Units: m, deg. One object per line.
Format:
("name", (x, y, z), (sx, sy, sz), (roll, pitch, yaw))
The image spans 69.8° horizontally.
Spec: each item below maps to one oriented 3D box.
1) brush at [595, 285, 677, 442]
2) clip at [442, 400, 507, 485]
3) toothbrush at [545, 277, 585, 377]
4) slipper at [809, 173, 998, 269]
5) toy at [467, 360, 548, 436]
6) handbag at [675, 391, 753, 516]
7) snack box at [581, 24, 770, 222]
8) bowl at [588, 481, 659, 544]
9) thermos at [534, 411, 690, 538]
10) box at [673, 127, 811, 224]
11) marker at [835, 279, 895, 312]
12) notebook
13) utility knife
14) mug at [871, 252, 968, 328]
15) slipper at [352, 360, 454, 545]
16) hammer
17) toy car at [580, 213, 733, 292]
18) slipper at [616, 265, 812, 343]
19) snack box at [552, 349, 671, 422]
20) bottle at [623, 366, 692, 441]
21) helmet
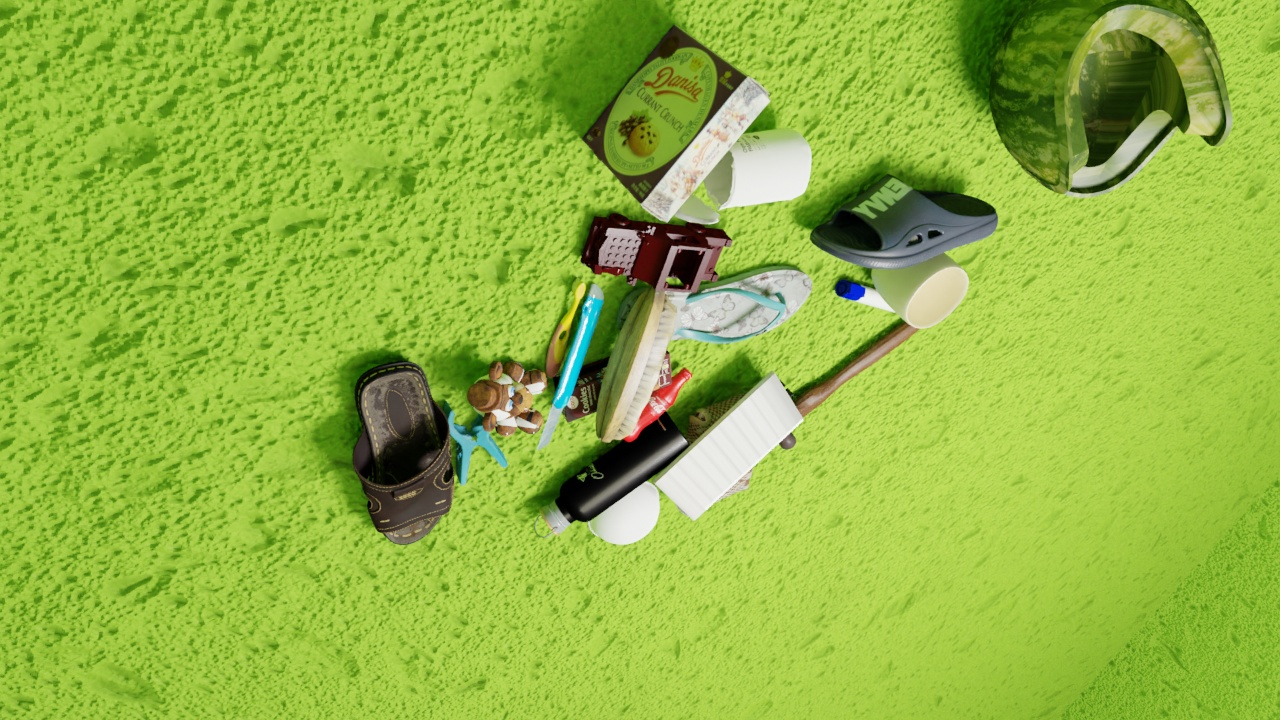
("brush", (-0.006, 0.006, 1.061), (0.043, 0.059, 0.195), (12, 106, -29))
("clip", (-0.211, 0.095, 1.077), (0.113, 0.028, 0.127), (-16, 132, -26))
("toothbrush", (-0.087, -0.036, 1.051), (0.021, 0.016, 0.136), (-2, 129, -32))
("slipper", (0.334, -0.179, 1.118), (0.267, 0.110, 0.083), (-15, 129, -24))
("toy", (-0.152, 0.042, 1.026), (0.112, 0.067, 0.087), (19, 77, -76))
("handbag", (0.111, 0.124, 1.280), (0.124, 0.047, 0.186), (-17, 133, -29))
("snack box", (0.029, -0.226, 0.868), (0.040, 0.143, 0.148), (29, 108, -43))
("bowl", (-0.015, 0.224, 1.289), (0.109, 0.040, 0.110), (-16, 132, -19))
("thermos", (-0.044, 0.157, 1.202), (0.231, 0.061, 0.061), (-35, 136, 0))
("box", (0.098, -0.196, 0.982), (0.165, 0.083, 0.093), (-10, 140, -22))
("marker", (0.318, -0.085, 1.241), (0.133, 0.027, 0.023), (10, 88, -36))
("notebook", (0.123, 0.119, 1.235), (0.209, 0.009, 0.142), (-42, 141, -1))
("utility knife", (-0.081, 0.010, 1.056), (0.031, 0.015, 0.205), (11, 101, -48))
("mug", (0.362, -0.105, 1.199), (0.120, 0.099, 0.096), (25, 112, -44))
("slipper", (-0.263, 0.117, 1.028), (0.112, 0.075, 0.268), (-13, 131, -21))
("hammer", (0.305, 0.010, 1.311), (0.323, 0.033, 0.115), (-36, 137, -1))
("toy car", (0.025, -0.116, 1.015), (0.169, 0.062, 0.070), (1, 125, -31))
("slipper", (0.100, -0.053, 1.121), (0.268, 0.054, 0.098), (-10, 132, -22))
("snack box", (-0.033, 0.024, 1.119), (0.140, 0.031, 0.051), (-20, 133, -16))
("bottle", (0.018, 0.053, 1.170), (0.119, 0.036, 0.036), (-42, 135, 7))
("helmet", (0.504, -0.305, 1.022), (0.213, 0.246, 0.243), (-18, 95, 11))
